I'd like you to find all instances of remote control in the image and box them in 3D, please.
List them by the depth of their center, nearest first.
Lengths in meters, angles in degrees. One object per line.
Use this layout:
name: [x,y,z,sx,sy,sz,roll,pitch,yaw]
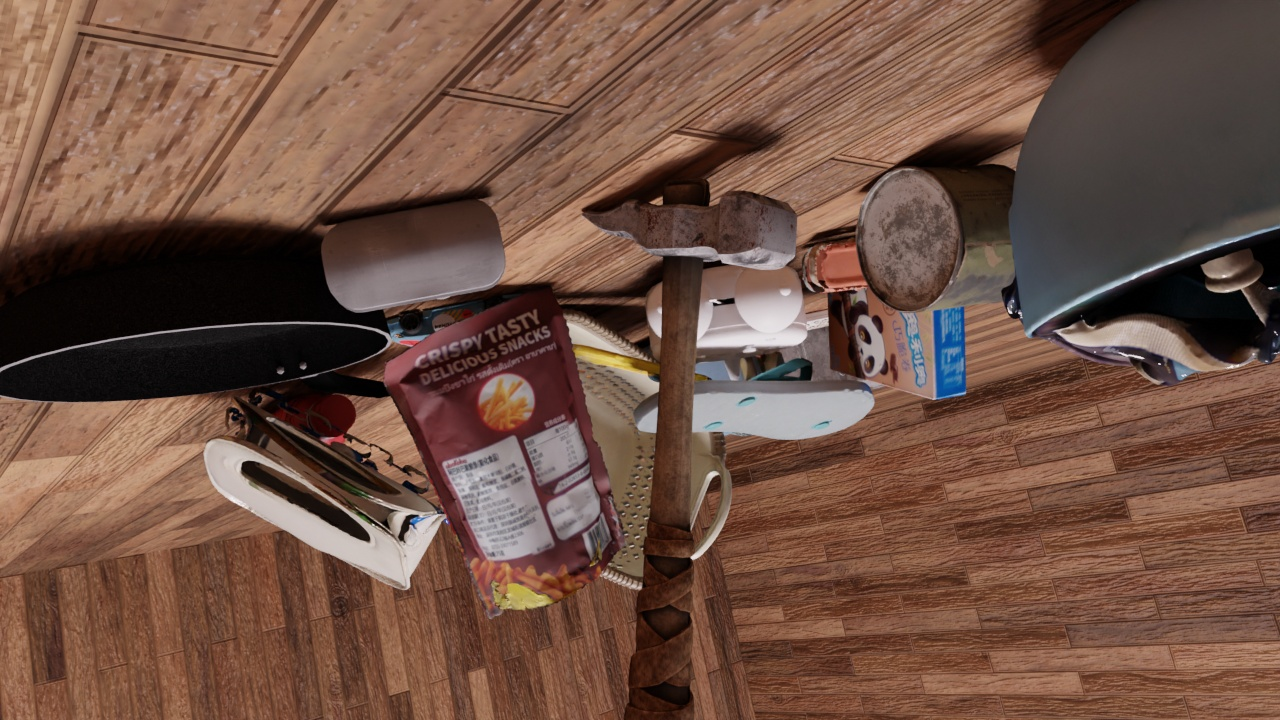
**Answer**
remote control: [0.189,-0.043,1.002,0.136,0.011,0.050,-12,170,-2]

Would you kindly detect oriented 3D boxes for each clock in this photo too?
clock: [0.069,-0.028,0.730,0.125,0.073,0.161,-8,172,6]

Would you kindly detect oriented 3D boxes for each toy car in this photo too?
toy car: [-0.134,-0.022,0.678,0.107,0.027,0.060,-12,170,-4]

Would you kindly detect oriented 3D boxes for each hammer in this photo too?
hammer: [0.016,0.061,0.505,0.122,0.319,0.048,4,-178,37]
hammer: [0.217,0.020,1.191,0.176,0.079,0.327,-9,170,-20]

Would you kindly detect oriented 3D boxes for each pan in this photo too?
pan: [-0.236,-0.006,0.588,0.204,0.044,0.355,-12,174,6]

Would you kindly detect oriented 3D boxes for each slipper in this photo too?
slipper: [0.106,0.025,0.773,0.268,0.054,0.098,5,151,-43]

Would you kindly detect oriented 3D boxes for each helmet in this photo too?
helmet: [0.265,-0.085,0.396,0.226,0.166,0.265,-22,168,37]

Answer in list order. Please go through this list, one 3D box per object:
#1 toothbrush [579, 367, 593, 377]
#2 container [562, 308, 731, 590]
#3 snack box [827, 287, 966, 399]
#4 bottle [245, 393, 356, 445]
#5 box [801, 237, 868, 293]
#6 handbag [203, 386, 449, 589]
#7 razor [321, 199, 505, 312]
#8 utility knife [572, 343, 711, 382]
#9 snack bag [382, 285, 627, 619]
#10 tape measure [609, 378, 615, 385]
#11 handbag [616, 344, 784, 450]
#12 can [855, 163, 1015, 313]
toothbrush: [-0.102,0.010,0.934,0.018,0.016,0.182,-23,166,28]
container: [-0.054,0.077,0.783,0.246,0.184,0.143,37,155,-29]
snack box: [0.210,-0.025,0.768,0.034,0.087,0.151,-9,-168,-18]
bottle: [-0.320,0.069,0.868,0.062,0.062,0.177,-4,167,-41]
box: [0.218,-0.080,0.697,0.186,0.059,0.056,-8,146,-6]
handbag: [-0.244,0.091,0.719,0.200,0.092,0.200,29,157,-2]
razor: [-0.118,-0.051,0.513,0.088,0.047,0.116,-11,178,-6]
utility knife: [-0.004,0.004,0.731,0.151,0.017,0.031,17,162,-35]
snack bag: [-0.084,0.066,0.641,0.138,0.208,0.067,-25,-161,-28]
tape measure: [-0.004,0.022,1.065,0.062,0.034,0.061,-13,168,4]
handbag: [0.068,0.024,0.932,0.118,0.121,0.192,-18,176,-35]
can: [0.194,-0.078,0.578,0.074,0.090,0.090,-8,169,-26]
